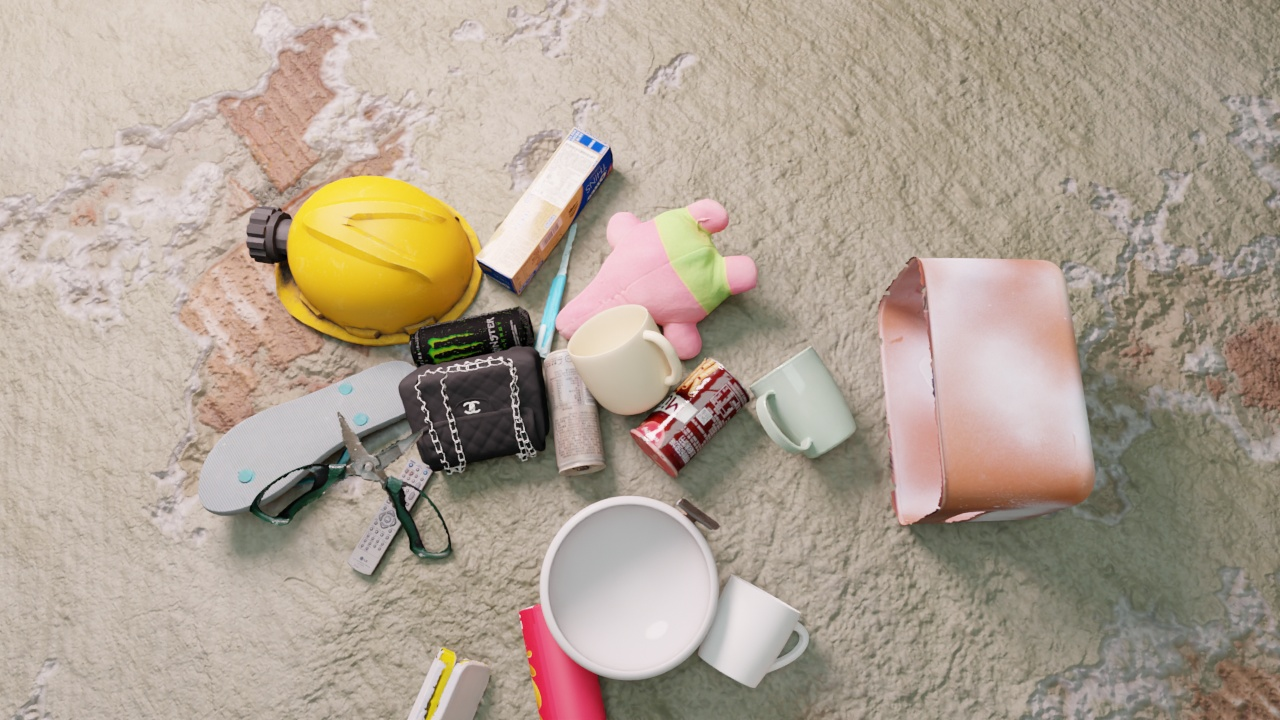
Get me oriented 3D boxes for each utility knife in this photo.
[{"bbox_3d":[-0.097,-0.086,1.088,0.022,0.015,0.176,4,71,33],"label":"utility knife"}]

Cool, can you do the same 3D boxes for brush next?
[{"bbox_3d":[0.053,0.159,0.945,0.045,0.143,0.008,36,79,3],"label":"brush"}]

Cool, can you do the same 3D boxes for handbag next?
[{"bbox_3d":[-0.176,0.059,0.997,0.153,0.114,0.125,-12,98,-3],"label":"handbag"}]

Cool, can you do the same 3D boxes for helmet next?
[{"bbox_3d":[-0.318,-0.133,1.054,0.255,0.131,0.205,7,74,4],"label":"helmet"}]

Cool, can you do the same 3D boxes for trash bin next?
[{"bbox_3d":[0.350,0.036,0.950,0.157,0.182,0.259,0,73,1],"label":"trash bin"}]

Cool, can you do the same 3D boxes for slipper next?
[{"bbox_3d":[-0.371,0.084,1.042,0.268,0.055,0.098,-33,72,-18],"label":"slipper"}]

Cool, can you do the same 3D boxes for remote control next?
[{"bbox_3d":[-0.278,0.174,1.024,0.033,0.013,0.136,26,77,10],"label":"remote control"}]

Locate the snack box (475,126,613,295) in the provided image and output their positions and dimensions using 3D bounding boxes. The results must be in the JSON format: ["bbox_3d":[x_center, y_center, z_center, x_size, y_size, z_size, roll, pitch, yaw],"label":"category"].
[{"bbox_3d":[-0.111,-0.179,1.096,0.056,0.057,0.206,32,77,12],"label":"snack box"}]

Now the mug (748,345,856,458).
[{"bbox_3d":[0.171,0.054,0.993,0.111,0.084,0.104,-29,84,-43],"label":"mug"}]

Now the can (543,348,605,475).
[{"bbox_3d":[-0.074,0.057,1.027,0.054,0.054,0.135,-10,74,0],"label":"can"}]

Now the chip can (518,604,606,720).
[{"bbox_3d":[-0.070,0.358,0.933,0.069,0.069,0.220,-14,73,-1],"label":"chip can"}]

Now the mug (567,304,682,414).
[{"bbox_3d":[-0.006,0.006,0.993,0.120,0.100,0.096,-2,38,38],"label":"mug"}]

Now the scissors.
[{"bbox_3d":[-0.298,0.155,0.986,0.202,0.015,0.203,-31,107,5],"label":"scissors"}]

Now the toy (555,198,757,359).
[{"bbox_3d":[0.009,-0.086,1.050,0.237,0.096,0.192,-27,84,9],"label":"toy"}]

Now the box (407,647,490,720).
[{"bbox_3d":[-0.224,0.401,0.931,0.070,0.067,0.210,20,75,10],"label":"box"}]

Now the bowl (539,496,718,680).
[{"bbox_3d":[-0.012,0.227,0.928,0.176,0.066,0.176,1,79,-3],"label":"bowl"}]

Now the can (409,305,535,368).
[{"bbox_3d":[-0.192,-0.025,1.056,0.137,0.054,0.054,-12,74,-1],"label":"can"}]

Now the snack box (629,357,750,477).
[{"bbox_3d":[0.055,0.062,1.011,0.072,0.072,0.121,43,80,13],"label":"snack box"}]

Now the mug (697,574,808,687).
[{"bbox_3d":[0.122,0.287,0.948,0.114,0.081,0.087,32,83,-21],"label":"mug"}]
